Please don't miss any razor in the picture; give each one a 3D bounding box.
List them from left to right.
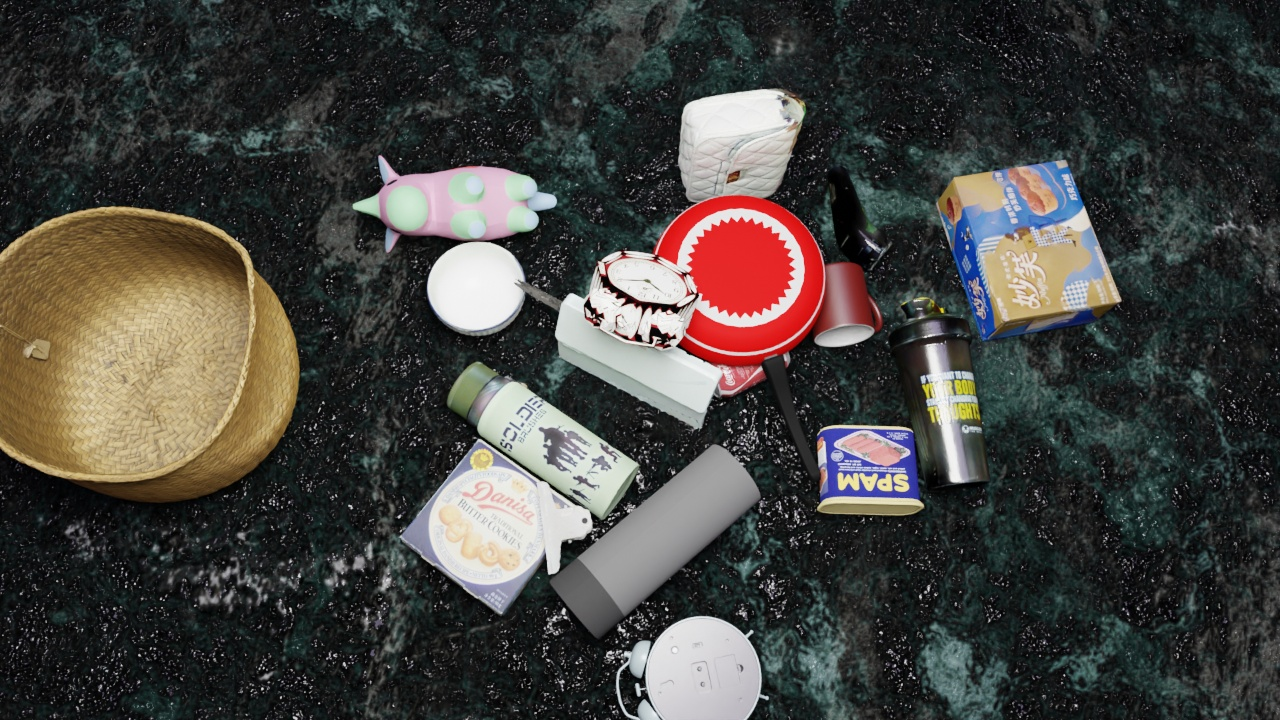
[{"bbox_3d":[0.280,-0.187,1.188,0.067,0.054,0.151,-4,63,-14],"label":"razor"}]

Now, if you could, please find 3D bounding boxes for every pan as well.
[{"bbox_3d":[0.139,-0.032,1.060,0.209,0.067,0.356,-19,75,-6],"label":"pan"}]

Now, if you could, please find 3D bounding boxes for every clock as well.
[{"bbox_3d":[-0.004,-0.052,0.978,0.114,0.065,0.154,19,35,1],"label":"clock"},{"bbox_3d":[0.054,0.343,0.988,0.159,0.045,0.122,-10,71,-4],"label":"clock"}]

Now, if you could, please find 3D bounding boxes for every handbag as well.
[{"bbox_3d":[0.121,-0.253,1.129,0.139,0.195,0.072,-8,77,-1],"label":"handbag"}]

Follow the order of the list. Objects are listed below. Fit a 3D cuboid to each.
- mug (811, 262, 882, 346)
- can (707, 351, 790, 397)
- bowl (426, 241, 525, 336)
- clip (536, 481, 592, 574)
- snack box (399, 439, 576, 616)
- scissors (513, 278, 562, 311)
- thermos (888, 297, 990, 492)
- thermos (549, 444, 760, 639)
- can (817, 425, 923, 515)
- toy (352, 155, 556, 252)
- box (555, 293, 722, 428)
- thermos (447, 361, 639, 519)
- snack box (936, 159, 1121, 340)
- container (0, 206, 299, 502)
[{"bbox_3d":[0.257,-0.066,1.134,0.105,0.073,0.082,6,67,-30],"label":"mug"},{"bbox_3d":[0.127,0.005,1.107,0.096,0.054,0.054,-26,73,-11],"label":"can"},{"bbox_3d":[-0.197,-0.079,1.124,0.118,0.062,0.118,1,71,-2],"label":"bowl"},{"bbox_3d":[-0.082,0.178,1.001,0.058,0.050,0.101,-11,74,6],"label":"clip"},{"bbox_3d":[-0.169,0.187,1.038,0.144,0.043,0.144,34,73,9],"label":"snack box"},{"bbox_3d":[-0.081,-0.046,1.108,0.170,0.013,0.121,2,77,-27],"label":"scissors"},{"bbox_3d":[0.355,0.041,1.085,0.098,0.098,0.220,-6,74,-4],"label":"thermos"},{"bbox_3d":[0.017,0.200,1.018,0.240,0.082,0.082,-38,75,-14],"label":"thermos"},{"bbox_3d":[0.263,0.127,1.066,0.116,0.057,0.092,2,69,-1],"label":"can"},{"bbox_3d":[-0.226,-0.195,1.144,0.221,0.171,0.120,-11,107,-36],"label":"toy"},{"bbox_3d":[-0.008,0.009,1.059,0.197,0.135,0.040,29,55,8],"label":"box"},{"bbox_3d":[-0.115,0.085,1.061,0.231,0.082,0.082,33,72,10],"label":"thermos"},{"bbox_3d":[0.486,-0.140,1.162,0.155,0.069,0.202,-9,71,-5],"label":"snack box"},{"bbox_3d":[-0.543,0.005,1.014,0.307,0.197,0.306,1,71,-3],"label":"container"}]
